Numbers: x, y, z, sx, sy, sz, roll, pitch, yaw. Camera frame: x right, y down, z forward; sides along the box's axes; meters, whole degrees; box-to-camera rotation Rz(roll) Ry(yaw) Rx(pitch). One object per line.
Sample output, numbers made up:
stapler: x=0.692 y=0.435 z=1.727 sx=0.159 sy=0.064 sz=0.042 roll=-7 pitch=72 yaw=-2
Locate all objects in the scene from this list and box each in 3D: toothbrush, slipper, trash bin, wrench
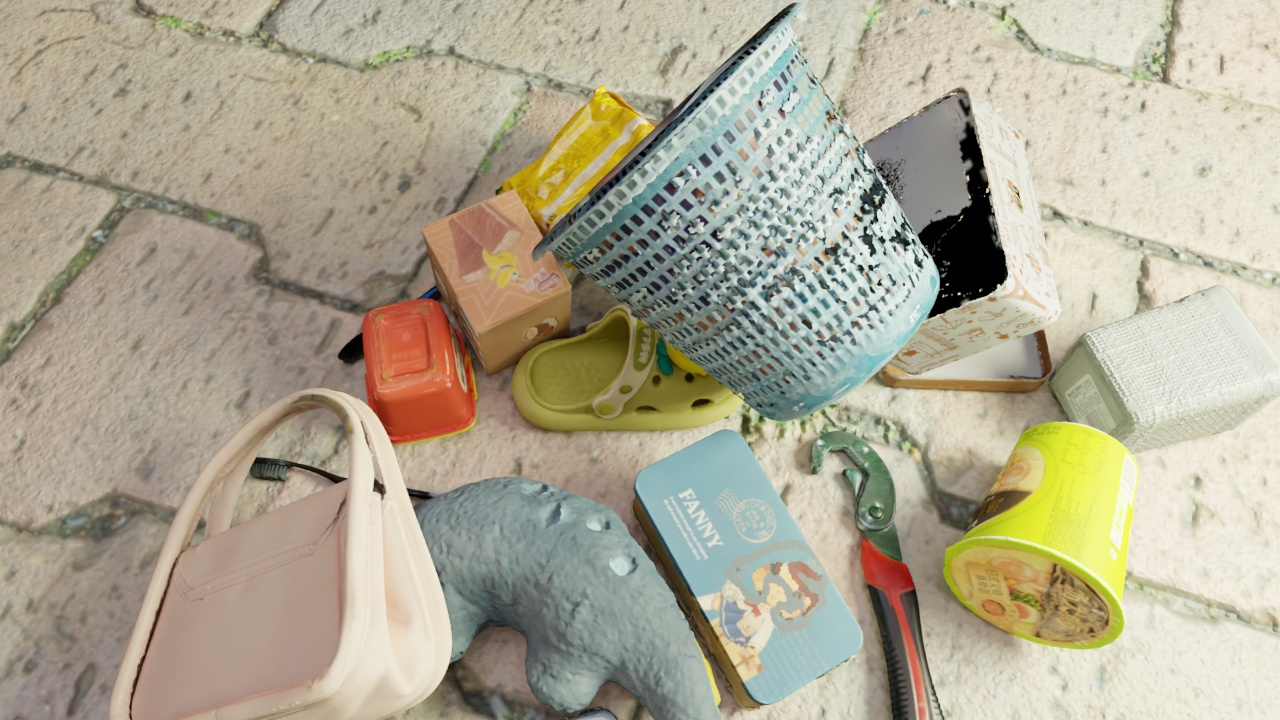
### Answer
toothbrush: x=-0.168 y=-0.055 z=0.755 sx=0.189 sy=0.016 sz=0.014 roll=-39 pitch=59 yaw=-22
slipper: x=-0.004 y=0.004 z=0.685 sx=0.190 sy=0.082 sz=0.091 roll=-8 pitch=64 yaw=-1
toothbrush: x=-0.199 y=0.093 z=0.673 sx=0.189 sy=0.014 sz=0.016 roll=10 pitch=70 yaw=5
trash bin: x=0.075 y=-0.076 z=0.596 sx=0.195 sy=0.227 sz=0.226 roll=47 pitch=68 yaw=-11
wrench: x=0.170 y=0.171 z=0.626 sx=0.056 sy=0.016 sz=0.273 roll=-7 pitch=60 yaw=-4

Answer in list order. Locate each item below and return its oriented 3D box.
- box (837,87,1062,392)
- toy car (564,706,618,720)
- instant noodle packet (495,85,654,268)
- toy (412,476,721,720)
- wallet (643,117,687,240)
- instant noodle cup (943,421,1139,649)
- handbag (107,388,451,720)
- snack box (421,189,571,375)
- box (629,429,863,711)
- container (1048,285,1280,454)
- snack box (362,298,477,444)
box: x=0.251 y=-0.072 z=0.718 sx=0.177 sy=0.153 sz=0.182 roll=19 pitch=59 yaw=-36
toy car: x=-0.053 y=0.248 z=0.579 sx=0.090 sy=0.034 sz=0.043 roll=-13 pitch=59 yaw=-8
instant noodle packet: x=-0.038 y=-0.141 z=0.722 sx=0.128 sy=0.044 sz=0.111 roll=-45 pitch=67 yaw=-3
toy: x=-0.076 y=0.148 z=0.601 sx=0.356 sy=0.091 sz=0.137 roll=20 pitch=76 yaw=17
wallet: x=0.022 y=-0.150 z=0.780 sx=0.101 sy=0.032 sz=0.124 roll=3 pitch=63 yaw=-23
instant noodle cup: x=0.278 y=0.110 z=0.619 sx=0.112 sy=0.112 sz=0.123 roll=28 pitch=56 yaw=14
handbag: x=-0.225 y=0.121 z=0.583 sx=0.194 sy=0.093 sz=0.233 roll=-22 pitch=57 yaw=18
snack box: x=-0.108 y=-0.058 z=0.702 sx=0.077 sy=0.093 sz=0.094 roll=-27 pitch=74 yaw=-14
box: x=0.063 y=0.133 z=0.614 sx=0.089 sy=0.061 sz=0.184 roll=-27 pitch=74 yaw=-16
container: x=0.379 y=0.014 z=0.675 sx=0.114 sy=0.090 sz=0.090 roll=-16 pitch=62 yaw=-5
snack box: x=-0.168 y=0.006 z=0.682 sx=0.082 sy=0.080 sz=0.091 roll=-12 pitch=63 yaw=-6
